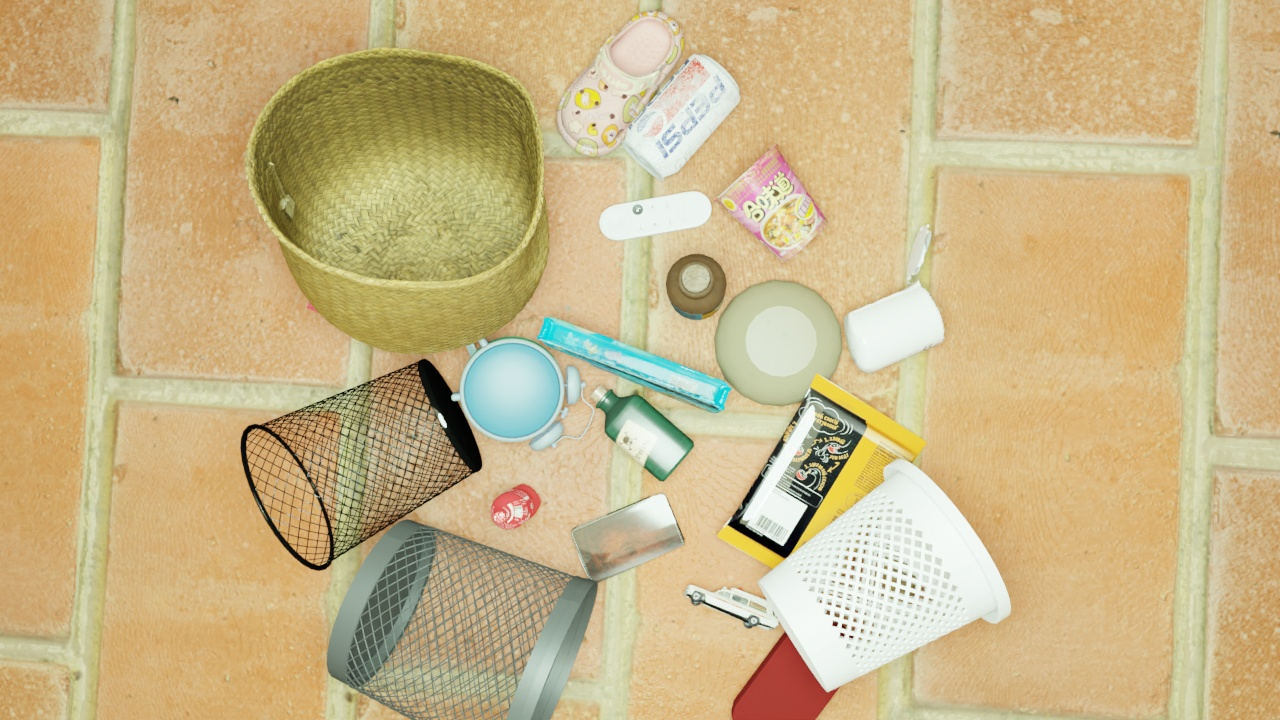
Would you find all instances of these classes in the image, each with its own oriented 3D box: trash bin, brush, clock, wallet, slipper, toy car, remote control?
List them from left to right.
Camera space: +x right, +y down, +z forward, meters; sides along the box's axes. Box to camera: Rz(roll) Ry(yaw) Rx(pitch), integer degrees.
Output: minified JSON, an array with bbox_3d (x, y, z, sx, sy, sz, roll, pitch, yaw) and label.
[{"bbox_3d":[-0.308,0.109,1.051,0.210,0.184,0.184,-27,87,-3],"label":"trash bin"},{"bbox_3d":[-0.194,0.306,1.019,0.227,0.217,0.217,20,90,8],"label":"trash bin"},{"bbox_3d":[-0.134,0.042,1.089,0.161,0.075,0.122,26,90,-8],"label":"clock"},{"bbox_3d":[-0.027,-0.337,1.082,0.093,0.081,0.197,36,89,5],"label":"slipper"},{"bbox_3d":[-0.015,0.212,1.099,0.123,0.019,0.072,-23,87,3],"label":"wallet"},{"bbox_3d":[0.018,-0.174,1.108,0.136,0.013,0.043,-9,88,4],"label":"remote control"},{"bbox_3d":[0.108,0.285,1.082,0.113,0.039,0.039,22,69,5],"label":"toy car"},{"bbox_3d":[0.179,0.373,1.070,0.082,0.042,0.173,36,91,4],"label":"brush"},{"bbox_3d":[0.246,0.241,0.981,0.199,0.195,0.195,-31,87,-4],"label":"trash bin"}]

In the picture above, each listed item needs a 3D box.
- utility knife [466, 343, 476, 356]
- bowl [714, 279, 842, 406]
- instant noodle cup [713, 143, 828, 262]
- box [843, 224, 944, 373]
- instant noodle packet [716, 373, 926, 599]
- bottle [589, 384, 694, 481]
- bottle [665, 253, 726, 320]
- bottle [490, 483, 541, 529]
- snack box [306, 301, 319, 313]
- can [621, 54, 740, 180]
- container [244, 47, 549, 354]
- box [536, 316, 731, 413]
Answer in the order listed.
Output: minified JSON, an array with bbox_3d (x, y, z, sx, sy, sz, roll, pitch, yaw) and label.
[{"bbox_3d":[-0.226,-0.059,1.124,0.022,0.015,0.126,-23,90,2],"label":"utility knife"},{"bbox_3d":[0.163,-0.021,1.075,0.152,0.050,0.152,0,89,4],"label":"bowl"},{"bbox_3d":[0.156,-0.178,1.064,0.098,0.097,0.108,-42,95,2],"label":"instant noodle cup"},{"bbox_3d":[0.292,-0.072,1.055,0.140,0.083,0.141,-21,82,2],"label":"box"},{"bbox_3d":[0.214,0.150,1.069,0.160,0.032,0.221,31,91,-10],"label":"instant noodle packet"},{"bbox_3d":[-0.004,0.078,1.080,0.131,0.061,0.061,41,89,4],"label":"bottle"},{"bbox_3d":[0.063,-0.084,1.031,0.068,0.157,0.068,0,88,4],"label":"bottle"},{"bbox_3d":[-0.145,0.169,1.048,0.042,0.141,0.042,0,88,4],"label":"bottle"},{"bbox_3d":[-0.316,-0.047,1.092,0.133,0.089,0.021,20,93,5],"label":"snack box"},{"bbox_3d":[0.047,-0.285,1.076,0.078,0.078,0.136,42,92,4],"label":"can"},{"bbox_3d":[-0.250,-0.162,1.001,0.307,0.197,0.306,3,63,-6],"label":"container"},{"bbox_3d":[-0.007,0.007,1.065,0.227,0.094,0.041,21,88,4],"label":"box"}]
